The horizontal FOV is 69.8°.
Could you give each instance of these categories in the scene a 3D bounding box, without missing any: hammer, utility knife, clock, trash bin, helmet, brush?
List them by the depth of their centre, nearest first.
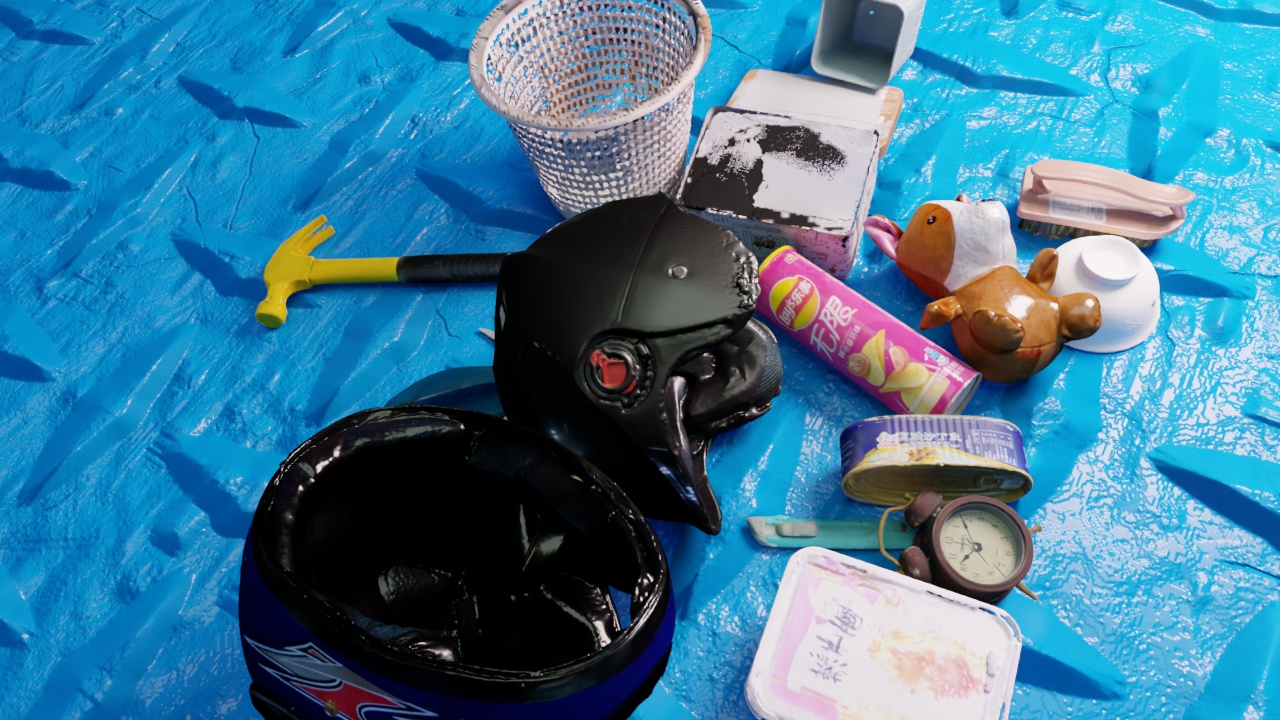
[{"bbox_3d":[-0.119,0.186,0.628,0.316,0.241,0.246,22,43,31],"label":"helmet"},{"bbox_3d":[0.245,0.145,0.711,0.122,0.055,0.082,12,66,7],"label":"clock"},{"bbox_3d":[-0.004,0.004,0.734,0.230,0.233,0.274,-6,71,14],"label":"helmet"},{"bbox_3d":[0.163,0.141,0.756,0.151,0.013,0.029,0,61,7],"label":"utility knife"},{"bbox_3d":[-0.169,0.038,0.833,0.144,0.074,0.055,-17,53,-2],"label":"brush"},{"bbox_3d":[0.435,-0.148,0.864,0.146,0.073,0.063,14,60,14],"label":"brush"},{"bbox_3d":[-0.037,-0.245,0.919,0.227,0.192,0.227,-4,58,6],"label":"trash bin"},{"bbox_3d":[-0.246,-0.095,0.952,0.301,0.033,0.128,0,59,8],"label":"hammer"}]

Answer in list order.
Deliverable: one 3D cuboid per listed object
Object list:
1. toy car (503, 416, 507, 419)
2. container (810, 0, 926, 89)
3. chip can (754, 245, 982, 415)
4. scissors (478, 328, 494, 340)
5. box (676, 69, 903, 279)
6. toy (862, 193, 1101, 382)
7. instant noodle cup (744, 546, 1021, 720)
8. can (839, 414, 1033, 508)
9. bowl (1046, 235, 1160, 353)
[{"bbox_3d":[-0.119,0.081,0.810,0.122,0.056,0.037,-43,55,-17],"label":"toy car"},{"bbox_3d":[0.254,-0.363,1.001,0.090,0.090,0.111,23,41,21],"label":"container"},{"bbox_3d":[0.194,-0.019,0.818,0.071,0.071,0.210,-42,62,-17],"label":"chip can"},{"bbox_3d":[-0.080,0.000,0.882,0.156,0.014,0.168,-13,55,1],"label":"scissors"},{"bbox_3d":[0.159,-0.219,0.942,0.179,0.105,0.260,14,67,17],"label":"box"},{"bbox_3d":[0.299,-0.079,0.816,0.140,0.131,0.199,-7,45,-18],"label":"toy"},{"bbox_3d":[0.175,0.229,0.673,0.173,0.060,0.137,16,62,18],"label":"instant noodle cup"},{"bbox_3d":[0.238,0.083,0.747,0.148,0.075,0.049,0,55,7],"label":"can"},{"bbox_3d":[0.414,-0.073,0.825,0.118,0.065,0.118,-4,57,6],"label":"bowl"}]
